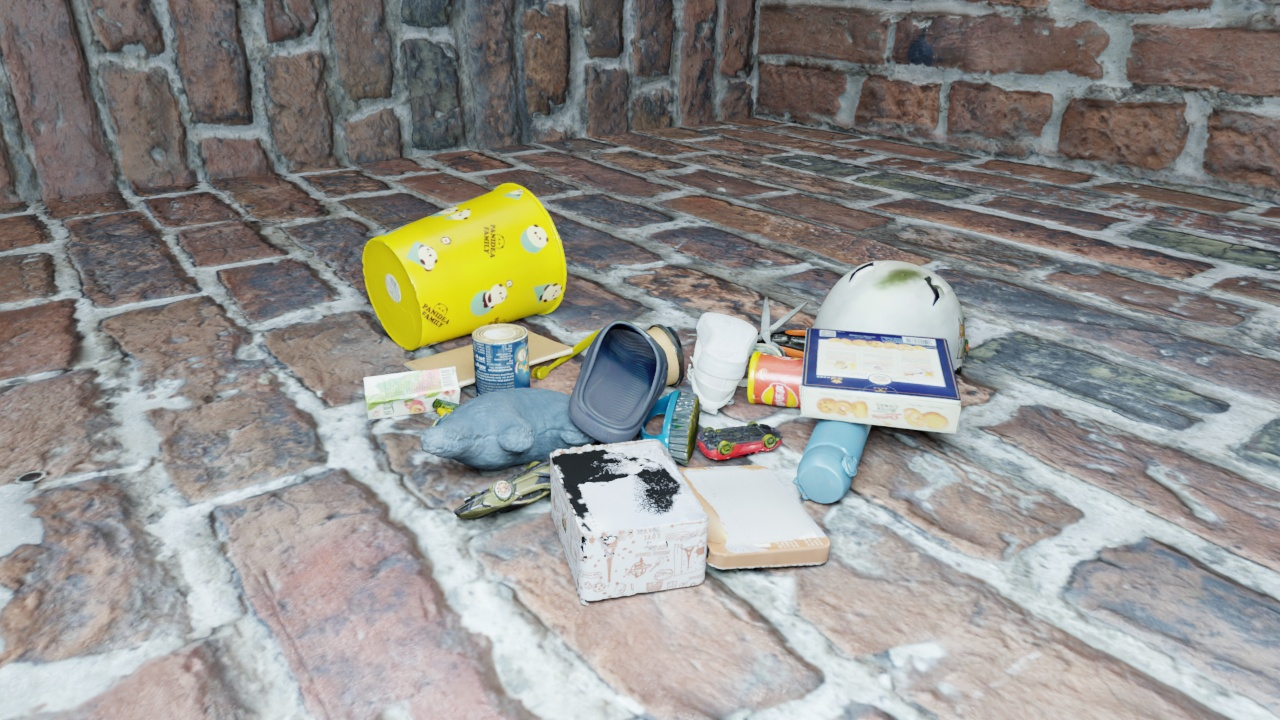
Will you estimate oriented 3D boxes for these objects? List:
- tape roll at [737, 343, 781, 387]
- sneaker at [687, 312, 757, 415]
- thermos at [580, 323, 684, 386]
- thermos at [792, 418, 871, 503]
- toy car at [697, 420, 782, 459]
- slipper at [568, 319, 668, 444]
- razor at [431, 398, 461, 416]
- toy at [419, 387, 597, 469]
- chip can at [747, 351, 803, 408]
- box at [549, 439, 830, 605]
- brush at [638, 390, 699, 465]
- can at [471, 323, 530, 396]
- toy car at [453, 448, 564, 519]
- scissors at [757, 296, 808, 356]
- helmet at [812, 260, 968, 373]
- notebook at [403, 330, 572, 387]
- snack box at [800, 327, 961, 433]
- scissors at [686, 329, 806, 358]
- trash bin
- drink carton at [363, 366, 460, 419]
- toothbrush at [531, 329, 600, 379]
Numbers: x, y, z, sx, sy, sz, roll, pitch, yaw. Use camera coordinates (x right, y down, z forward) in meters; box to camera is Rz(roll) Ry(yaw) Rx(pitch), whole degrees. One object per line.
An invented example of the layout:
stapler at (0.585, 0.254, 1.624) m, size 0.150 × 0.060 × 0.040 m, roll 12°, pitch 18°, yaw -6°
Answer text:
tape roll at (0.163, 0.006, 1.332) m, size 0.086 × 0.014 × 0.085 m, roll -12°, pitch 36°, yaw 9°
sneaker at (0.112, 0.003, 1.291) m, size 0.089 × 0.091 × 0.241 m, roll 14°, pitch 21°, yaw 2°
thermos at (-0.008, 0.007, 1.282) m, size 0.143 × 0.093 × 0.093 m, roll -19°, pitch 29°, yaw -22°
thermos at (0.236, 0.096, 1.090) m, size 0.070 × 0.070 × 0.219 m, roll 8°, pitch 24°, yaw 19°
toy car at (0.123, 0.099, 1.125) m, size 0.106 × 0.031 × 0.049 m, roll -8°, pitch 25°, yaw -22°
slipper at (-0.012, 0.006, 1.127) m, size 0.110 × 0.083 × 0.267 m, roll 28°, pitch 28°, yaw -3°
razor at (-0.226, 0.083, 1.171) m, size 0.043 × 0.028 × 0.133 m, roll 22°, pitch 4°, yaw -37°
toy at (-0.137, 0.077, 1.074) m, size 0.138 × 0.091 × 0.355 m, roll -9°, pitch -2°, yaw 41°
chip can at (0.254, 0.036, 1.225) m, size 0.217 × 0.073 × 0.073 m, roll 8°, pitch 24°, yaw 15°
box at (0.047, 0.154, 0.950) m, size 0.260 × 0.082 × 0.177 m, roll -3°, pitch 22°, yaw -15°
brush at (0.035, 0.080, 1.140) m, size 0.073 × 0.055 × 0.143 m, roll 5°, pitch 24°, yaw 8°
can at (-0.186, 0.012, 1.233) m, size 0.075 × 0.111 × 0.075 m, roll 0°, pitch 23°, yaw 0°
toy car at (-0.133, 0.140, 1.004) m, size 0.157 × 0.042 × 0.070 m, roll -22°, pitch -6°, yaw -40°
scissors at (0.192, -0.039, 1.396) m, size 0.181 × 0.014 × 0.159 m, roll -29°, pitch 42°, yaw -8°
helmet at (0.371, -0.069, 1.342) m, size 0.230 × 0.157 × 0.273 m, roll 18°, pitch 25°, yaw 21°
notebook at (-0.230, -0.003, 1.381) m, size 0.211 × 0.012 × 0.150 m, roll -18°, pitch 23°, yaw -32°
snack box at (0.290, 0.019, 1.126) m, size 0.178 × 0.046 × 0.182 m, roll 6°, pitch 27°, yaw 11°
scissors at (0.196, -0.031, 1.447) m, size 0.204 × 0.022 × 0.225 m, roll -13°, pitch 26°, yaw -29°
trash bin at (-0.289, -0.144, 1.483) m, size 0.254 × 0.230 × 0.230 m, roll -25°, pitch 33°, yaw -34°
drink carton at (-0.305, 0.042, 1.224) m, size 0.122 × 0.054 × 0.045 m, roll -7°, pitch 61°, yaw -16°
toothbrush at (-0.111, -0.011, 1.410) m, size 0.017 × 0.016 × 0.189 m, roll 4°, pitch 22°, yaw 26°
